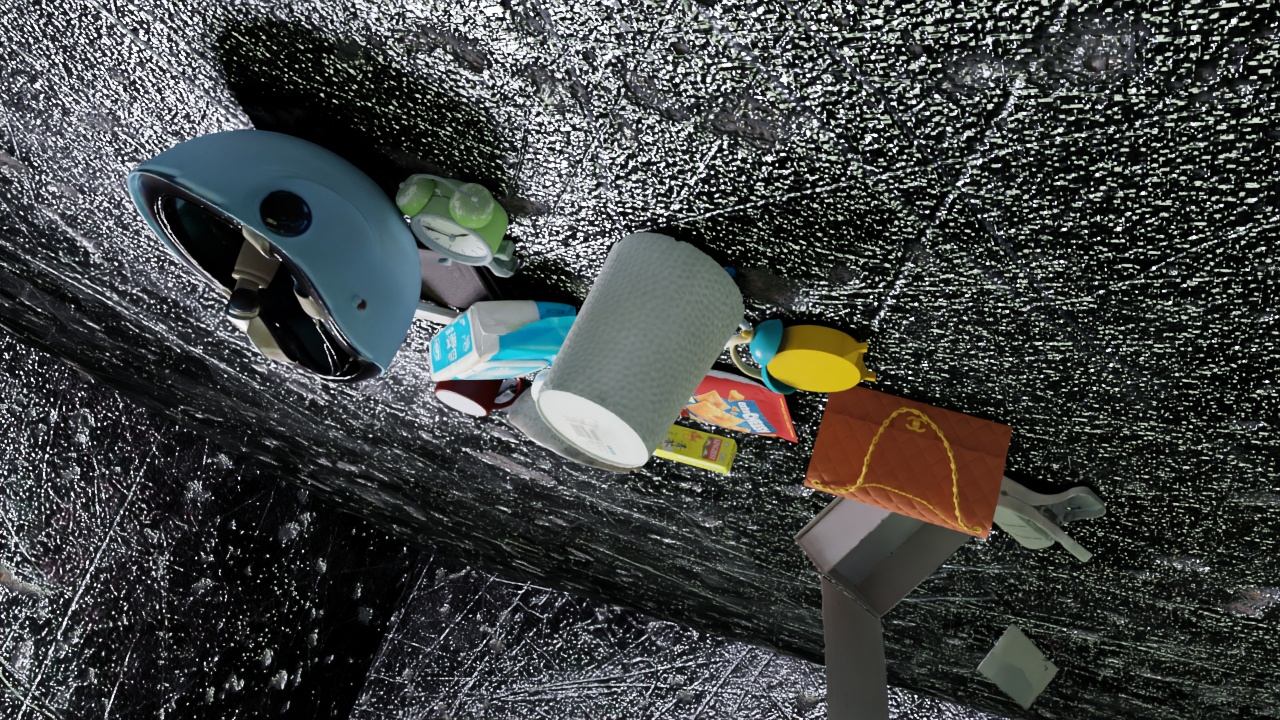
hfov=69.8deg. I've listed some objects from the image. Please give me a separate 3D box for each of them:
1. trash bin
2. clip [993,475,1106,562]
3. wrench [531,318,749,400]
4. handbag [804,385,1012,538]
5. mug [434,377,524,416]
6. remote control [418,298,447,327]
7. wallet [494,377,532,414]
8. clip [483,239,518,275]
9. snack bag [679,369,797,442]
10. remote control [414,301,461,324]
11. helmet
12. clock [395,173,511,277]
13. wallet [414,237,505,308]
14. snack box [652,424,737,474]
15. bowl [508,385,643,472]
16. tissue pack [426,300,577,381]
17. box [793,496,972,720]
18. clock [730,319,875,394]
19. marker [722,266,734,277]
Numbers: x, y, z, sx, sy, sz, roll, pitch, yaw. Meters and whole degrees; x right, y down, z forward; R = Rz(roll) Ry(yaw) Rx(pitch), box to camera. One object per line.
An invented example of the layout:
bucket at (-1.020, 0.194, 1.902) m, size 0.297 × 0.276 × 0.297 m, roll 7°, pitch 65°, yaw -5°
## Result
trash bin at (-0.004, -0.005, 0.778) m, size 0.133 × 0.161 × 0.133 m, roll 23°, pitch 152°, yaw 13°
clip at (0.415, 0.164, 0.986) m, size 0.124 × 0.073 × 0.143 m, roll 32°, pitch 166°, yaw -34°
wrench at (-0.006, 0.005, 0.931) m, size 0.274 × 0.018 × 0.066 m, roll -21°, pitch 125°, yaw 36°
handbag at (0.255, 0.094, 0.881) m, size 0.172 × 0.108 × 0.060 m, roll 15°, pitch 158°, yaw 13°
mug at (-0.196, 0.025, 1.158) m, size 0.105 × 0.082 × 0.073 m, roll 32°, pitch 156°, yaw -26°
remote control at (-0.250, -0.068, 1.082) m, size 0.030 × 0.009 × 0.140 m, roll 8°, pitch 156°, yaw 28°
wallet at (-0.162, 0.062, 1.293) m, size 0.089 × 0.026 × 0.115 m, roll 26°, pitch 158°, yaw -18°
clip at (-0.157, -0.107, 0.890) m, size 0.076 × 0.023 × 0.057 m, roll 15°, pitch 156°, yaw 9°
snack bag at (0.096, 0.046, 1.006) m, size 0.144 × 0.039 × 0.131 m, roll 11°, pitch 157°, yaw 22°
remote control at (-0.230, -0.053, 1.041) m, size 0.050 × 0.011 × 0.135 m, roll 2°, pitch 172°, yaw 39°
helmet at (-0.316, -0.107, 0.834) m, size 0.265 × 0.166 × 0.226 m, roll 40°, pitch 151°, yaw -21°
clock at (-0.165, -0.127, 0.821) m, size 0.094 × 0.042 × 0.119 m, roll 12°, pitch 158°, yaw 17°
wallet at (-0.205, -0.089, 0.969) m, size 0.099 × 0.031 × 0.120 m, roll 10°, pitch 156°, yaw 16°
snack box at (0.049, 0.108, 1.194) m, size 0.148 × 0.040 × 0.029 m, roll 13°, pitch 159°, yaw 19°
bowl at (-0.065, 0.062, 1.111) m, size 0.178 × 0.081 × 0.178 m, roll 21°, pitch -172°, yaw -3°
tissue pack at (-0.156, -0.017, 1.004) m, size 0.116 × 0.066 × 0.210 m, roll -2°, pitch 172°, yaw -28°
box at (0.260, 0.269, 0.972) m, size 0.161 × 0.338 × 0.167 m, roll -10°, pitch 145°, yaw 35°
clock at (0.147, -0.001, 0.846) m, size 0.130 × 0.043 × 0.099 m, roll 3°, pitch 153°, yaw 23°
marker at (0.033, -0.067, 0.827) m, size 0.013 × 0.013 × 0.142 m, roll 33°, pitch 155°, yaw -30°
